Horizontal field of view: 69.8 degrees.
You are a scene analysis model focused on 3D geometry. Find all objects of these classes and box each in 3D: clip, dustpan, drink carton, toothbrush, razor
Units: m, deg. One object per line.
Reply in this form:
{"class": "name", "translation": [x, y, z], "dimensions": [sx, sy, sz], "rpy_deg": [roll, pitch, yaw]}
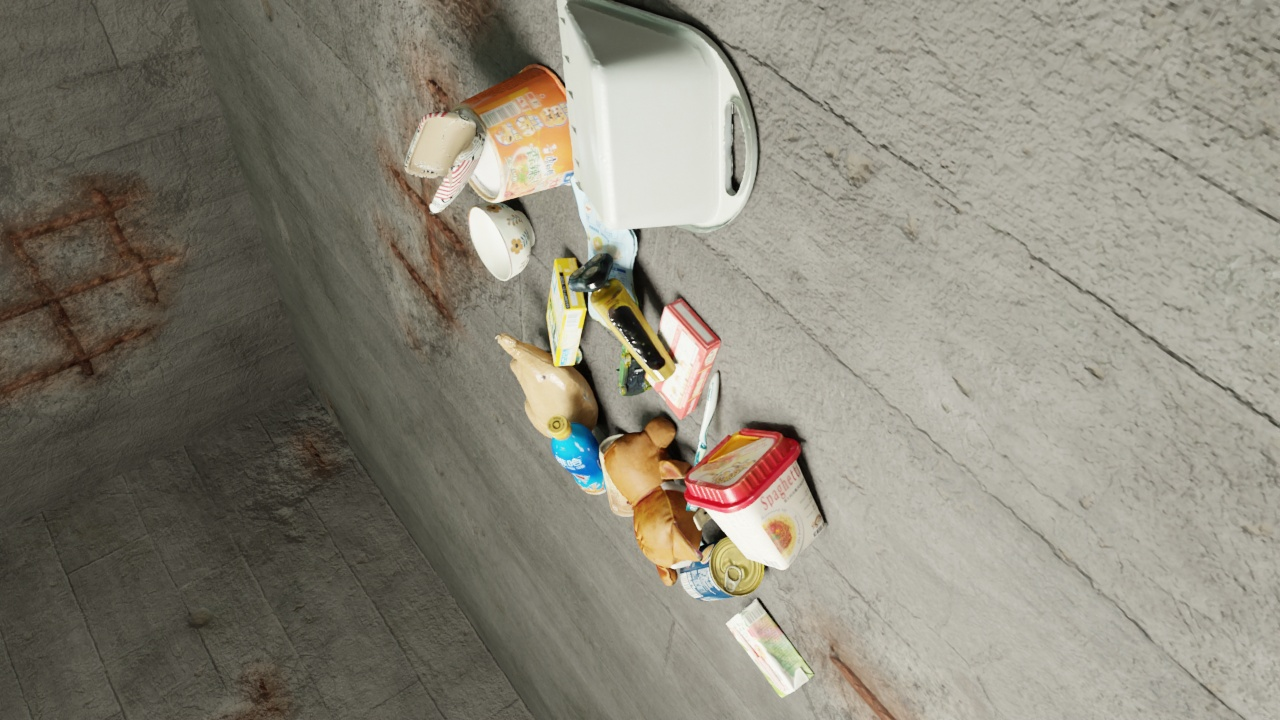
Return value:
{"class": "clip", "translation": [0.096, 0.171, 1.103], "dimensions": [0.035, 0.072, 0.100], "rpy_deg": [66, -162, -11]}
{"class": "dustpan", "translation": [0.012, -0.240, 0.920], "dimensions": [0.257, 0.142, 0.223], "rpy_deg": [-110, 14, -54]}
{"class": "drink carton", "translation": [0.170, 0.385, 1.222], "dimensions": [0.122, 0.045, 0.054], "rpy_deg": [53, 152, 16]}
{"class": "toothbrush", "translation": [0.077, 0.100, 1.093], "dimensions": [0.018, 0.016, 0.192], "rpy_deg": [14, 115, 11]}
{"class": "toothbrush", "translation": [-0.134, -0.006, 1.418], "dimensions": [0.190, 0.020, 0.029], "rpy_deg": [-3, 103, 64]}
{"class": "razor", "translation": [-0.017, -0.046, 1.068], "dimensions": [0.167, 0.062, 0.067], "rpy_deg": [54, -178, 0]}

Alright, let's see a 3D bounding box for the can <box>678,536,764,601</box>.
{"class": "can", "translation": [0.104, 0.274, 1.201], "dimensions": [0.075, 0.075, 0.111], "rpy_deg": [59, 154, 5]}

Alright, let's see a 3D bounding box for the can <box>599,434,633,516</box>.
{"class": "can", "translation": [-0.024, 0.170, 1.347], "dimensions": [0.058, 0.058, 0.116], "rpy_deg": [32, 142, 45]}

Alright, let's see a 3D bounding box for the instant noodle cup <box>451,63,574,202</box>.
{"class": "instant noodle cup", "translation": [-0.150, -0.263, 1.094], "dimensions": [0.151, 0.111, 0.152], "rpy_deg": [42, 148, 34]}

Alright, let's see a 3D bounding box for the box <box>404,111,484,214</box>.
{"class": "box", "translation": [-0.231, -0.236, 1.056], "dimensions": [0.088, 0.076, 0.163], "rpy_deg": [41, 157, -8]}

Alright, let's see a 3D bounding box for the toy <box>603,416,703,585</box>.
{"class": "toy", "translation": [0.031, 0.185, 1.206], "dimensions": [0.140, 0.130, 0.199], "rpy_deg": [107, 150, -58]}

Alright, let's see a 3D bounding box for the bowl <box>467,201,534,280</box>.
{"class": "bowl", "translation": [-0.190, -0.177, 1.305], "dimensions": [0.113, 0.062, 0.114], "rpy_deg": [44, 150, 33]}

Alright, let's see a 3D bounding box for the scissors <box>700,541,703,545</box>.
{"class": "scissors", "translation": [0.077, 0.241, 1.287], "dimensions": [0.134, 0.017, 0.113], "rpy_deg": [49, 147, 14]}

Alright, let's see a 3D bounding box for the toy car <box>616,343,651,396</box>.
{"class": "toy car", "translation": [-0.007, 0.007, 1.175], "dimensions": [0.036, 0.043, 0.091], "rpy_deg": [-123, 30, -46]}

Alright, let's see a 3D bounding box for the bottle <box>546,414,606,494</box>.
{"class": "bottle", "translation": [-0.089, 0.134, 1.344], "dimensions": [0.065, 0.065, 0.219], "rpy_deg": [46, 171, 28]}

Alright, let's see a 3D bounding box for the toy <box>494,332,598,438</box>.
{"class": "toy", "translation": [-0.136, 0.035, 1.353], "dimensions": [0.143, 0.082, 0.226], "rpy_deg": [11, 142, 25]}

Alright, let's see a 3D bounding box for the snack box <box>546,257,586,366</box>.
{"class": "snack box", "translation": [-0.103, -0.064, 1.256], "dimensions": [0.141, 0.033, 0.086], "rpy_deg": [111, 151, -55]}

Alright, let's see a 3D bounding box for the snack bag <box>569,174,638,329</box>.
{"class": "snack bag", "translation": [-0.040, -0.126, 1.114], "dimensions": [0.110, 0.038, 0.191], "rpy_deg": [43, 147, 43]}

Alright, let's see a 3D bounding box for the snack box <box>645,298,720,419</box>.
{"class": "snack box", "translation": [0.048, 0.001, 1.092], "dimensions": [0.075, 0.025, 0.153], "rpy_deg": [49, 151, 22]}

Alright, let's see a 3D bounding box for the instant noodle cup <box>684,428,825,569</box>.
{"class": "instant noodle cup", "translation": [0.130, 0.154, 1.009], "dimensions": [0.124, 0.116, 0.117], "rpy_deg": [58, 155, -18]}
